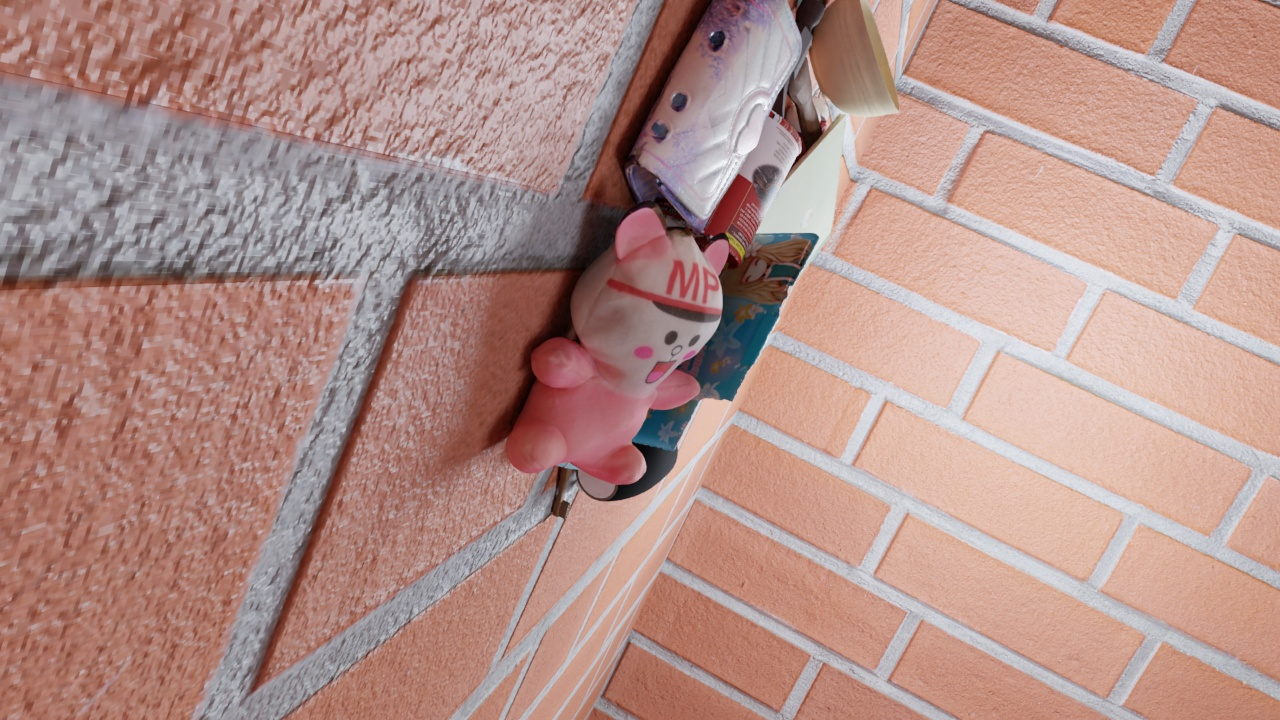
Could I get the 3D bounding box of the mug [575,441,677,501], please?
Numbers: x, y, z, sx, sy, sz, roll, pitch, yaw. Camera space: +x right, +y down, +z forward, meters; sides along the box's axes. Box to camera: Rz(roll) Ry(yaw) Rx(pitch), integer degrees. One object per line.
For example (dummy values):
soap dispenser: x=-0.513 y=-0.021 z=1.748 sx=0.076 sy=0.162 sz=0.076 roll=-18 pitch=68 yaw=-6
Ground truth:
mug: x=-0.031 y=0.113 z=0.975 sx=0.119 sy=0.085 sz=0.100 roll=-35 pitch=176 yaw=34

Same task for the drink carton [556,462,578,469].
drink carton: x=-0.045 y=0.027 z=0.752 sx=0.038 sy=0.044 sz=0.129 roll=20 pitch=97 yaw=-52

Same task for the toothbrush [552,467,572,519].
toothbrush: x=-0.072 y=0.112 z=0.909 sx=0.016 sy=0.016 sz=0.167 roll=-56 pitch=167 yaw=-39

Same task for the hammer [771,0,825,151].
hammer: x=0.188 y=-0.277 z=1.040 sx=0.115 sy=0.033 sz=0.323 roll=-63 pitch=159 yaw=-3

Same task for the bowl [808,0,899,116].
bowl: x=0.242 y=-0.348 z=1.066 sx=0.150 sy=0.075 sz=0.150 roll=43 pitch=39 yaw=-49

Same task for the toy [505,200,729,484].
toy: x=-0.013 y=-0.010 z=0.673 sx=0.141 sy=0.084 sz=0.213 roll=15 pitch=108 yaw=-44

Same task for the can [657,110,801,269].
can: x=0.071 y=-0.148 z=0.769 sx=0.116 sy=0.086 sz=0.086 roll=-62 pitch=169 yaw=-6

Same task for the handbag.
handbag: x=0.053 y=-0.181 z=0.665 sx=0.158 sy=0.069 sz=0.126 roll=-60 pitch=168 yaw=-3

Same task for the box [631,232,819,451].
box: x=0.038 y=-0.025 z=0.802 sx=0.186 sy=0.056 sz=0.226 roll=-3 pitch=-127 yaw=57

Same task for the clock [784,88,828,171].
clock: x=0.206 y=-0.288 z=1.193 sx=0.096 sy=0.048 sz=0.138 roll=-46 pitch=161 yaw=-57

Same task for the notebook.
notebook: x=0.179 y=-0.152 z=1.075 sx=0.251 sy=0.010 sz=0.182 roll=-49 pitch=149 yaw=-36
